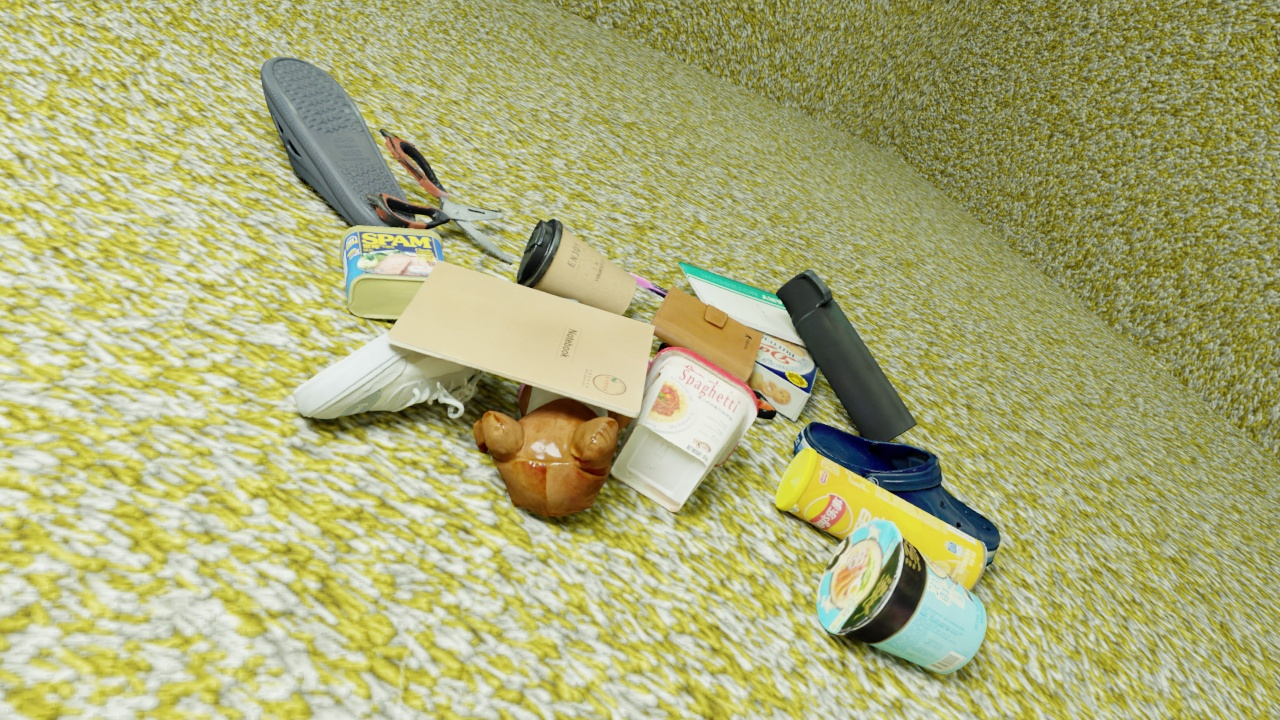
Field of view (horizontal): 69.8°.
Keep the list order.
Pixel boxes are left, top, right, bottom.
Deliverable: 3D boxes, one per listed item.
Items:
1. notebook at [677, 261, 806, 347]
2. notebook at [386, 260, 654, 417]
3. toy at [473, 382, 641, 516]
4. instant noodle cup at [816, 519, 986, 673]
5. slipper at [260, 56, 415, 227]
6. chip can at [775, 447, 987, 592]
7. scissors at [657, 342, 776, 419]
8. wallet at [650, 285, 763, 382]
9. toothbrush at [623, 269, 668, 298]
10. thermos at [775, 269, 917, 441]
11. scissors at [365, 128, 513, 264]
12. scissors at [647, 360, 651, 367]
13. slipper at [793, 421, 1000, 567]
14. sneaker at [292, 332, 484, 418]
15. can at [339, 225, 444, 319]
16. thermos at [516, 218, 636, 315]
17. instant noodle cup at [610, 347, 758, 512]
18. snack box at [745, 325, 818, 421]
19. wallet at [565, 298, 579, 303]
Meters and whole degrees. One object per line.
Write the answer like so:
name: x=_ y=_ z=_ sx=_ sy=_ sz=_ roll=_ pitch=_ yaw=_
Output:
notebook: x=0.161 y=-0.073 z=1.272 sx=0.209 sy=0.012 sz=0.150 roll=17 pitch=25 yaw=-24
notebook: x=-0.093 y=-0.023 z=0.782 sx=0.207 sy=0.008 sz=0.147 roll=17 pitch=31 yaw=-4
toy: x=-0.069 y=0.046 z=0.810 sx=0.140 sy=0.130 sz=0.199 roll=6 pitch=17 yaw=7
instant noodle cup: x=0.240 y=0.219 z=0.827 sx=0.120 sy=0.111 sz=0.111 roll=31 pitch=25 yaw=-14
slipper: x=-0.363 y=-0.233 z=1.058 sx=0.268 sy=0.083 sz=0.110 roll=56 pitch=29 yaw=9
chip can: x=0.249 y=0.169 z=0.954 sx=0.213 sy=0.072 sz=0.072 roll=28 pitch=26 yaw=-4
scissors: x=0.087 y=0.031 z=1.050 sx=0.231 sy=0.022 sz=0.221 roll=21 pitch=15 yaw=-40
wallet: x=0.080 y=-0.032 z=1.100 sx=0.132 sy=0.031 sz=0.107 roll=30 pitch=34 yaw=0
toothbrush: x=0.059 y=-0.071 z=1.161 sx=0.189 sy=0.014 sz=0.017 roll=28 pitch=15 yaw=2
thermos: x=0.264 y=-0.005 z=1.183 sx=0.068 sy=0.090 sz=0.242 roll=-28 pitch=78 yaw=-12
scissors: x=-0.237 y=-0.182 z=1.088 sx=0.223 sy=0.015 sz=0.188 roll=44 pitch=29 yaw=-17
scissors: x=-0.006 y=0.006 z=1.014 sx=0.133 sy=0.017 sz=0.134 roll=54 pitch=16 yaw=1
slipper: x=0.298 y=0.135 z=1.045 sx=0.253 sy=0.095 sz=0.104 roll=30 pitch=28 yaw=9
sneaker: x=-0.185 y=0.011 z=0.795 sx=0.241 sy=0.090 sz=0.091 roll=-34 pitch=97 yaw=-49
can: x=-0.242 y=-0.086 z=0.911 sx=0.102 sy=0.057 sz=0.083 roll=1 pitch=41 yaw=-23
thermos: x=-0.079 y=-0.105 z=1.104 sx=0.143 sy=0.093 sz=0.093 roll=26 pitch=25 yaw=-24
instant noodle cup: x=0.037 y=0.069 z=0.884 sx=0.116 sy=0.117 sz=0.123 roll=31 pitch=37 yaw=2
snack box: x=0.148 y=-0.015 z=1.214 sx=0.178 sy=0.046 sz=0.182 roll=30 pitch=25 yaw=3
wallet: x=-0.084 y=-0.031 z=1.014 sx=0.106 sy=0.037 sz=0.129 roll=8 pitch=34 yaw=-40
